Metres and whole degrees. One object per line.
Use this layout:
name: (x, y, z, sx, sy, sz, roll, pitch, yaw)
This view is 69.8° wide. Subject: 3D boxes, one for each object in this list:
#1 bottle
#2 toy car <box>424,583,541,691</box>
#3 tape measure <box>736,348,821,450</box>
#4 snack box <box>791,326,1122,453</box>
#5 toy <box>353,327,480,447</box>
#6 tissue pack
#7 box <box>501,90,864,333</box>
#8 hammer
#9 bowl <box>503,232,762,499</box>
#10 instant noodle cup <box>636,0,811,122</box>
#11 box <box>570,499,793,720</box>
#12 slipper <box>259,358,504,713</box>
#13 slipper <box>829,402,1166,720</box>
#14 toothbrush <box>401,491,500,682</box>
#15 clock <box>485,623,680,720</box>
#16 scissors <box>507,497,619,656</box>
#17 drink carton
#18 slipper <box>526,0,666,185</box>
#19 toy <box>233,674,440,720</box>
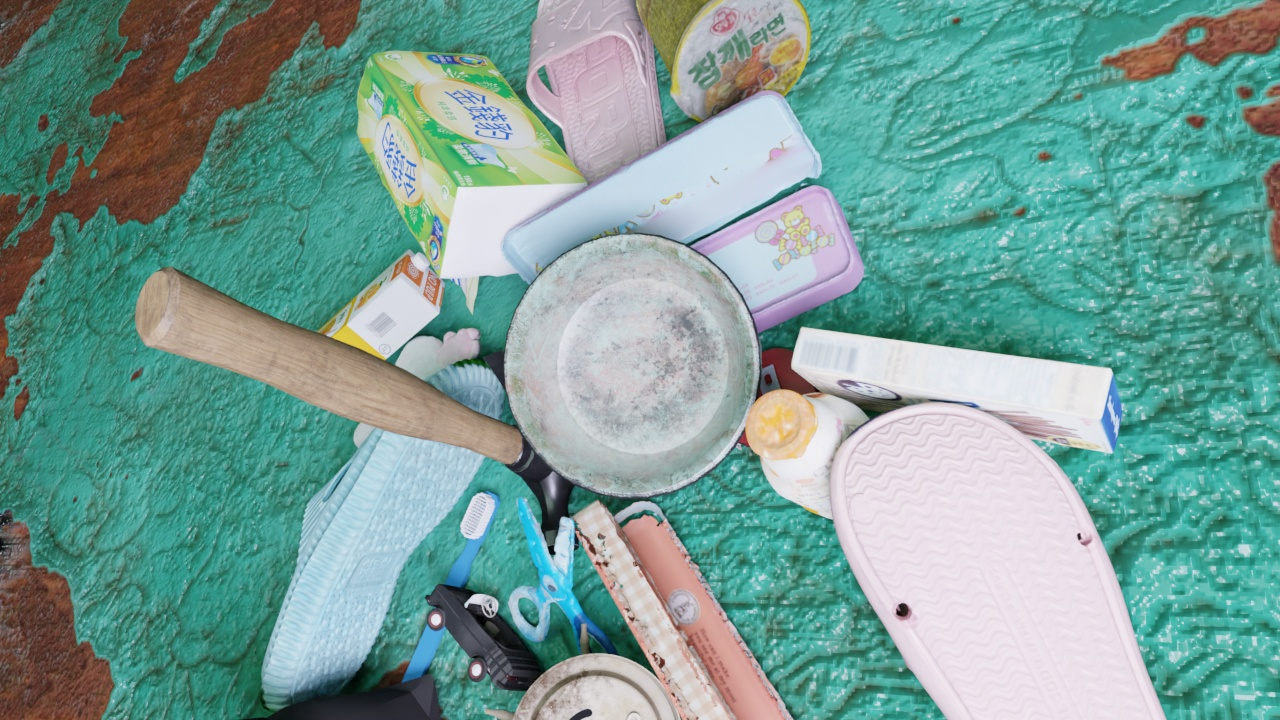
bottle: (0.092, 0.047, 0.485, 0.063, 0.108, 0.063, -12, 66, 28)
toy car: (-0.100, 0.177, 0.593, 0.092, 0.040, 0.037, 35, 92, 38)
tape measure: (0.078, 0.021, 0.558, 0.059, 0.019, 0.051, -26, 61, 21)
snack box: (0.161, 0.015, 0.472, 0.150, 0.082, 0.026, 10, 79, 34)
toy: (-0.166, 0.017, 0.696, 0.126, 0.037, 0.076, -34, 49, 13)
tissue pack: (-0.140, -0.127, 0.702, 0.197, 0.120, 0.142, 60, 142, 38)
box: (0.025, -0.069, 0.599, 0.215, 0.062, 0.140, -25, 96, 21)
hammer: (-0.129, 0.019, 0.508, 0.040, 0.305, 0.132, -20, 62, 23)
bowl: (-0.003, 0.003, 0.560, 0.157, 0.038, 0.157, 0, 90, 14)
instant noodle cup: (0.048, -0.230, 0.631, 0.102, 0.102, 0.108, -39, 48, 13)
box: (0.026, 0.152, 0.510, 0.187, 0.076, 0.055, 54, 137, 32)
slipper: (-0.189, 0.113, 0.631, 0.069, 0.116, 0.276, 29, 93, 22)
slipper: (0.169, 0.121, 0.423, 0.107, 0.055, 0.221, -26, 80, 3)
toothbrush: (-0.138, 0.169, 0.636, 0.016, 0.014, 0.166, 20, 84, 35)
clock: (-0.013, 0.224, 0.505, 0.092, 0.055, 0.141, -39, 82, -15)
scissors: (-0.041, 0.141, 0.544, 0.113, 0.013, 0.141, 35, 133, 24)
drink carton: (-0.209, -0.030, 0.723, 0.123, 0.040, 0.058, -38, 26, 14)
slipper: (-0.037, -0.217, 0.691, 0.094, 0.064, 0.239, -23, 63, 22)
toy: (-0.205, 0.252, 0.539, 0.159, 0.184, 0.140, 18, 83, 33)
